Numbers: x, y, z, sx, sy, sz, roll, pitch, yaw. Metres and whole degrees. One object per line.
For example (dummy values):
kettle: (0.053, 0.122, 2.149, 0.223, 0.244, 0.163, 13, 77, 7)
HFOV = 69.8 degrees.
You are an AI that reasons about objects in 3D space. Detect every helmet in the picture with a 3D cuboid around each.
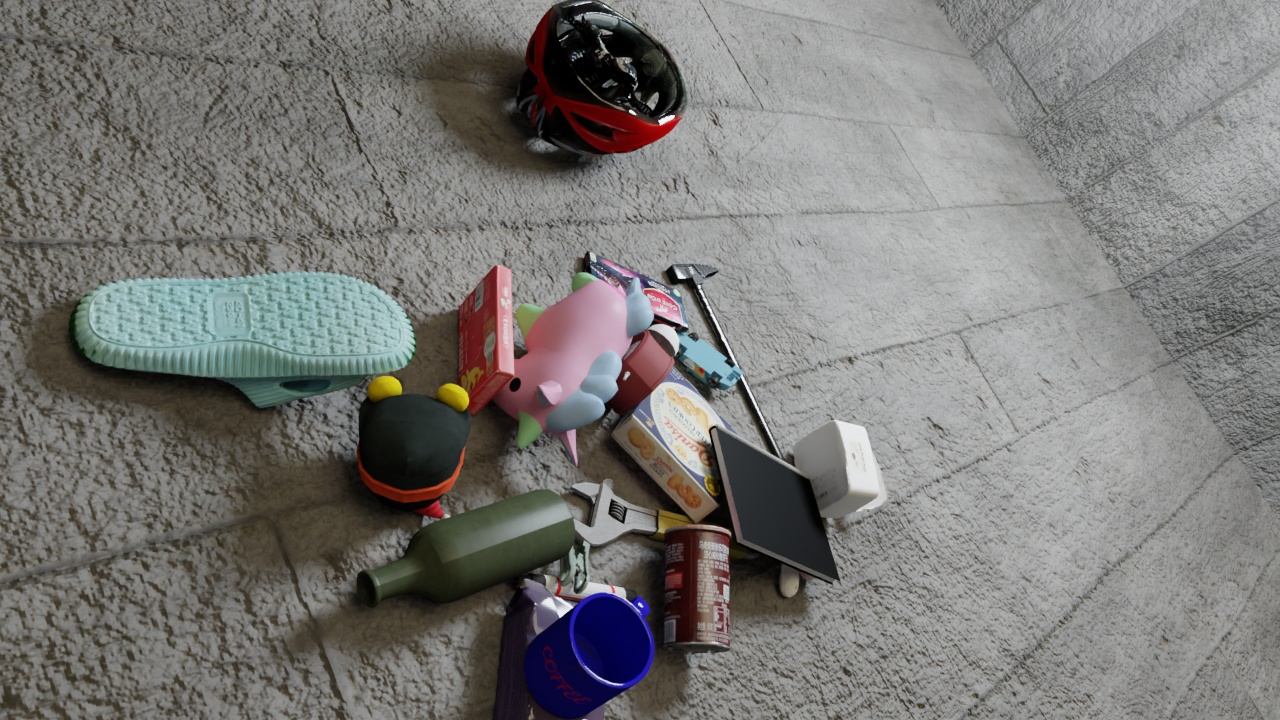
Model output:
helmet: (-0.049, -0.379, 1.249, 0.217, 0.167, 0.271, 54, 41, 4)

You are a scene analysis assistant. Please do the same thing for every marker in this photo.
marker: (-0.067, 0.225, 0.903, 0.145, 0.019, 0.019, 18, 50, -32)

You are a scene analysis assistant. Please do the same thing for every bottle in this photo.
bottle: (-0.154, 0.173, 0.824, 0.206, 0.072, 0.071, -12, 70, -46)

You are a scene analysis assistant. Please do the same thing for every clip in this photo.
clip: (-0.066, 0.199, 0.900, 0.047, 0.023, 0.076, 32, 16, -17)

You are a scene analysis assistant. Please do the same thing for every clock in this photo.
clock: (-0.007, 0.006, 1.059, 0.048, 0.096, 0.137, 48, 40, -14)

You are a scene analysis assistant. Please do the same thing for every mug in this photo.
mug: (-0.035, 0.242, 0.783, 0.079, 0.084, 0.111, 49, 41, 7)

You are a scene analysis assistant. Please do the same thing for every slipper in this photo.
slipper: (-0.340, -0.021, 0.806, 0.275, 0.070, 0.115, 0, 60, -25)

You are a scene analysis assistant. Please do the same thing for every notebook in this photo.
notebook: (0.159, 0.171, 1.080, 0.206, 0.016, 0.148, 30, 37, -42)

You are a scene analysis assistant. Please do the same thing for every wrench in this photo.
wrench: (0.030, 0.188, 1.019, 0.273, 0.018, 0.083, 21, 49, -30)

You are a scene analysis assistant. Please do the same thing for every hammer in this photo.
hammer: (0.135, 0.009, 1.249, 0.094, 0.015, 0.324, -8, 68, -45)

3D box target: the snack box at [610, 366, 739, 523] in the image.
snack box: (0.050, 0.093, 1.074, 0.144, 0.043, 0.144, 46, 31, -6)

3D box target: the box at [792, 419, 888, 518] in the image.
box: (0.283, 0.151, 1.208, 0.130, 0.103, 0.109, 14, 55, -25)

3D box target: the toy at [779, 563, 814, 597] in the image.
toy: (0.169, 0.218, 1.108, 0.075, 0.037, 0.125, -21, 82, -54)

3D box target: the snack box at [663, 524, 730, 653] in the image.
snack box: (0.059, 0.238, 0.954, 0.072, 0.072, 0.121, 18, 61, -32)

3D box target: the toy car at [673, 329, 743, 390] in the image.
toy car: (0.078, 0.002, 1.192, 0.108, 0.028, 0.060, 38, 39, 11)

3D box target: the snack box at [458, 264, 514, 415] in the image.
snack box: (-0.161, -0.022, 0.946, 0.021, 0.090, 0.132, 16, 52, -32)

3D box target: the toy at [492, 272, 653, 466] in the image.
toy: (-0.063, -0.006, 0.967, 0.222, 0.120, 0.171, -33, 46, -14)

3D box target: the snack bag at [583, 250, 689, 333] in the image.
snack bag: (-0.005, -0.088, 1.183, 0.155, 0.018, 0.074, 21, 39, -29)

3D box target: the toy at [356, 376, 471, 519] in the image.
toy: (-0.206, 0.087, 0.821, 0.097, 0.119, 0.099, 7, 42, -11)

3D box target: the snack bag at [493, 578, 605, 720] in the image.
snack bag: (-0.076, 0.301, 0.811, 0.096, 0.059, 0.205, 24, 48, -27)
